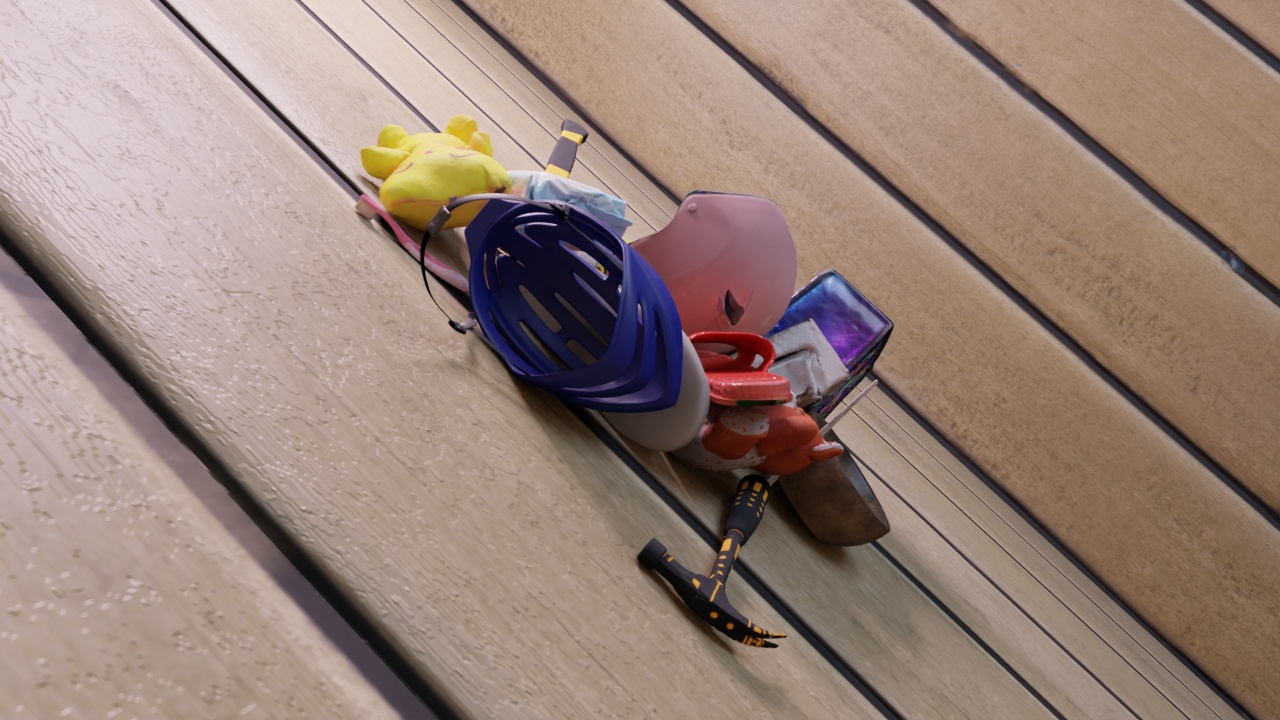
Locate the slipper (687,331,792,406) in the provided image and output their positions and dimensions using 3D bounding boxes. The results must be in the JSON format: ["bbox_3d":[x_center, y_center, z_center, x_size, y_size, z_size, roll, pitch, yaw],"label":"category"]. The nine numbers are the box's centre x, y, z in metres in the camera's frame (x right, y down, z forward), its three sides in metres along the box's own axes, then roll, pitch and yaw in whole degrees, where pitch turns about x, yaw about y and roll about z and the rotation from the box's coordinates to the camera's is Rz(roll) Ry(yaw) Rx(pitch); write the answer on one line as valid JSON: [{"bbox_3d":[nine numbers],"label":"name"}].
[{"bbox_3d":[0.084,0.000,0.924,0.103,0.059,0.249,-2,8,-14],"label":"slipper"}]

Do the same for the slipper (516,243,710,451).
[{"bbox_3d":[-0.023,-0.018,0.903,0.266,0.113,0.080,41,14,26],"label":"slipper"}]

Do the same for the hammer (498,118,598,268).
[{"bbox_3d":[-0.116,-0.226,1.171,0.170,0.034,0.323,23,40,-11],"label":"hammer"}]

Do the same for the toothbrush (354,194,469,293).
[{"bbox_3d":[-0.208,-0.104,0.850,0.135,0.016,0.021,41,14,-10],"label":"toothbrush"}]

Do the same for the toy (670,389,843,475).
[{"bbox_3d":[0.111,0.069,0.926,0.172,0.093,0.164,10,-2,-34],"label":"toy"}]

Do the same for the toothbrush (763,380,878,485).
[{"bbox_3d":[0.187,0.082,0.991,0.010,0.181,0.010,40,10,-35],"label":"toothbrush"}]

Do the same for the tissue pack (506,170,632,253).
[{"bbox_3d":[-0.096,-0.158,0.965,0.112,0.070,0.182,13,3,-31],"label":"tissue pack"}]

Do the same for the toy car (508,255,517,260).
[{"bbox_3d":[-0.101,-0.086,1.008,0.100,0.049,0.051,34,16,-30],"label":"toy car"}]

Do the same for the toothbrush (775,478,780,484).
[{"bbox_3d":[0.105,0.088,1.105,0.184,0.016,0.015,38,19,-6],"label":"toothbrush"}]

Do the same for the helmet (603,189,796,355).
[{"bbox_3d":[0.077,-0.078,1.099,0.229,0.256,0.152,5,54,-62],"label":"helmet"}]

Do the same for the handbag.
[{"bbox_3d":[0.218,0.007,1.239,0.125,0.222,0.205,46,-9,17],"label":"handbag"}]

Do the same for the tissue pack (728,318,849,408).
[{"bbox_3d":[0.157,0.024,1.081,0.104,0.181,0.071,59,-24,20],"label":"tissue pack"}]

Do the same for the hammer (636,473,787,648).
[{"bbox_3d":[0.085,0.156,0.799,0.123,0.036,0.320,38,14,7],"label":"hammer"}]

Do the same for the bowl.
[{"bbox_3d":[0.213,0.142,1.054,0.162,0.070,0.162,51,14,-19],"label":"bowl"}]

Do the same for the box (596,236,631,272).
[{"bbox_3d":[-0.010,-0.105,1.251,0.220,0.082,0.124,24,22,-54],"label":"box"}]

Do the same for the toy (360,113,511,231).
[{"bbox_3d":[-0.212,-0.186,0.942,0.134,0.087,0.193,-11,31,-16],"label":"toy"}]

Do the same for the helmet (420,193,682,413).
[{"bbox_3d":[-0.074,-0.052,0.758,0.241,0.148,0.227,46,10,19],"label":"helmet"}]
